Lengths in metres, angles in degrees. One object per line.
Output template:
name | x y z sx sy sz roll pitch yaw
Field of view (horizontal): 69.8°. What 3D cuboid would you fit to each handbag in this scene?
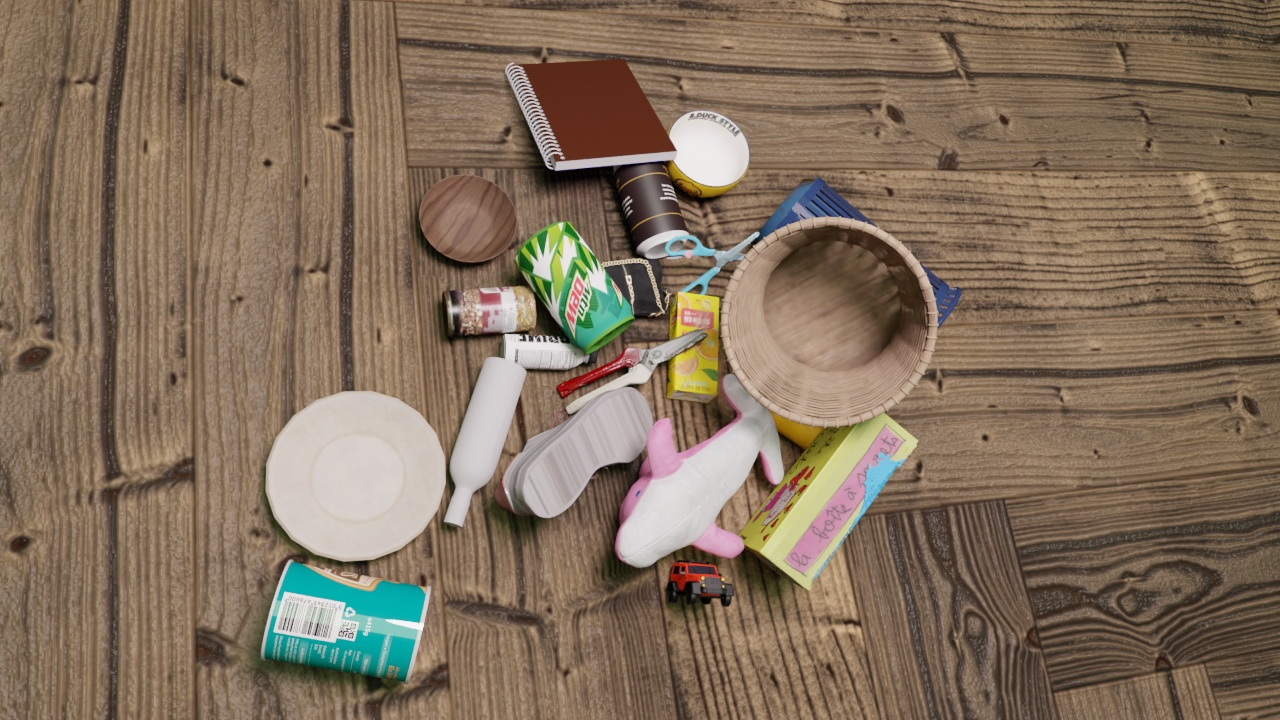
handbag | -0.021 -0.085 1.165 0.128 0.054 0.079 -11 86 -22

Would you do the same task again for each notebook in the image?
notebook | -0.068 -0.327 1.202 0.171 0.022 0.209 -10 53 -19

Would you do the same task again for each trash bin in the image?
trash bin | 0.278 -0.121 1.211 0.249 0.139 0.139 40 66 2

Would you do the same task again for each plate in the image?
plate | -0.313 0.127 1.016 0.188 0.027 0.188 5 71 -14

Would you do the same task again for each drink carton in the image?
drink carton | 0.067 -0.018 1.166 0.058 0.043 0.134 8 70 -13

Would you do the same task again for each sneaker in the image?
sneaker | -0.081 0.103 1.065 0.235 0.090 0.099 -34 110 -46

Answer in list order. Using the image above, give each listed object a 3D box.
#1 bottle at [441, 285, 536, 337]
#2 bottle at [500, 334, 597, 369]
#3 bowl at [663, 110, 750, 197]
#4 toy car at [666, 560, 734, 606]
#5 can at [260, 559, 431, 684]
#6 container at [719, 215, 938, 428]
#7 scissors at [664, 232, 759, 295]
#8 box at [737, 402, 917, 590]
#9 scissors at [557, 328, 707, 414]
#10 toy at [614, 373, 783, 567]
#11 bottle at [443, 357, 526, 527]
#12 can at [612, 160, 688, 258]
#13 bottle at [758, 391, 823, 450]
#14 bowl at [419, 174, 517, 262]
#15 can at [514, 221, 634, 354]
bottle | -0.182 -0.059 1.101 0.105 0.056 0.056 -5 74 -18
bottle | -0.110 -0.010 1.114 0.116 0.041 0.041 2 71 -15
bowl | 0.083 -0.270 1.241 0.117 0.068 0.117 5 71 -14
toy car | 0.066 0.252 1.043 0.051 0.100 0.048 7 76 -16
can | -0.297 0.267 0.935 0.144 0.099 0.099 14 69 -11
container | 0.218 -0.055 1.065 0.227 0.195 0.227 3 102 13
scissors | 0.094 -0.118 1.186 0.139 0.118 0.015 3 31 -12
box | 0.217 0.154 1.083 0.079 0.124 0.221 38 84 -3
scissors | -0.012 0.003 1.127 0.140 0.015 0.188 31 78 7
toy | 0.052 0.138 1.074 0.264 0.128 0.187 -38 110 -28
bottle | -0.184 0.095 1.051 0.052 0.053 0.194 19 68 -9
can | 0.013 -0.202 1.196 0.071 0.072 0.128 -12 76 -20
bottle | 0.207 0.086 1.171 0.143 0.043 0.043 34 66 -3
bowl | -0.215 -0.171 1.142 0.119 0.032 0.119 5 71 -14
can | -0.078 -0.086 1.090 0.082 0.083 0.144 -34 85 -23
